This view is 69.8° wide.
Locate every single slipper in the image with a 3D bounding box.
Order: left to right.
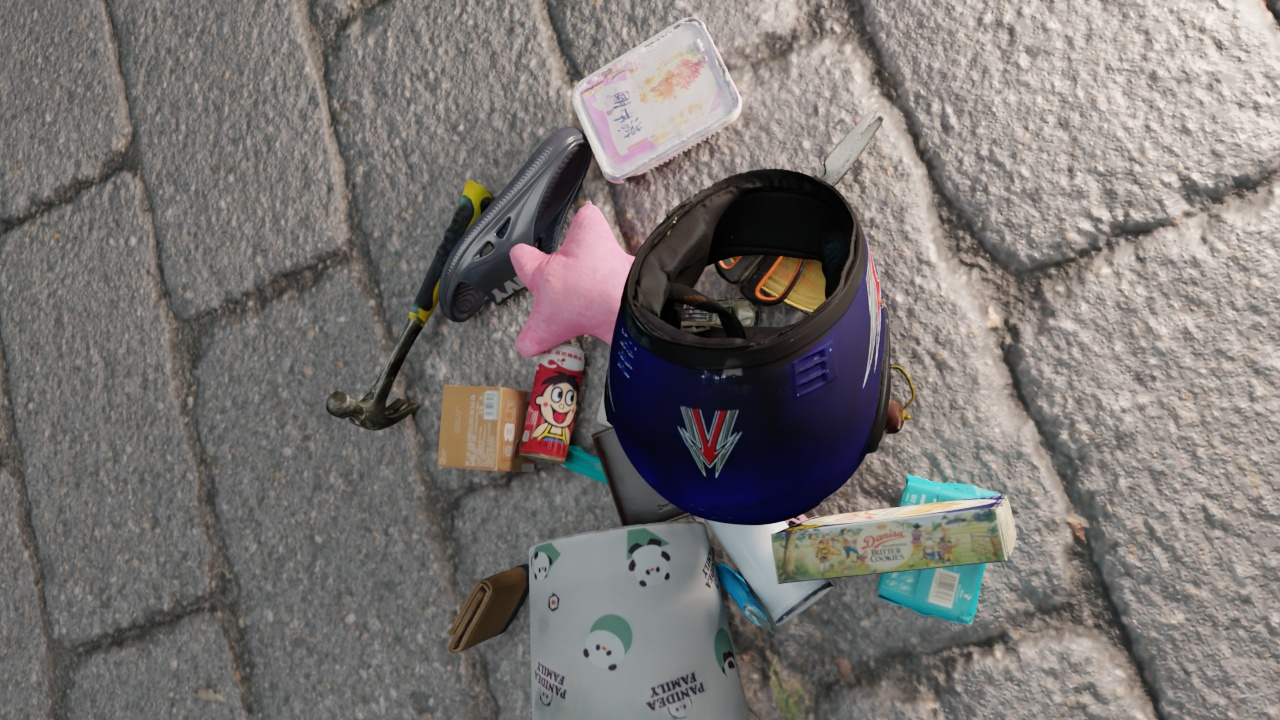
[{"bbox_3d":[-0.131,-0.143,1.058,0.083,0.110,0.268,39,94,17],"label":"slipper"}]

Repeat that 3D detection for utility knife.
[{"bbox_3d":[-0.005,0.135,1.025,0.223,0.013,0.029,18,90,21],"label":"utility knife"},{"bbox_3d":[0.101,0.230,0.881,0.034,0.194,0.018,39,89,-6],"label":"utility knife"}]

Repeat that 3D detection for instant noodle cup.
[{"bbox_3d":[0.023,-0.286,1.041,0.174,0.060,0.138,-27,75,17],"label":"instant noodle cup"}]

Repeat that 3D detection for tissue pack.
[{"bbox_3d":[0.289,0.181,0.889,0.093,0.050,0.133,14,88,24],"label":"tissue pack"}]

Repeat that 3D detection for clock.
[{"bbox_3d":[0.218,0.047,0.928,0.122,0.055,0.082,-28,73,18],"label":"clock"}]

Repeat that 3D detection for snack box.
[{"bbox_3d":[-0.173,0.079,1.051,0.077,0.094,0.092,1,84,21],"label":"snack box"},{"bbox_3d":[0.223,0.152,0.794,0.183,0.177,0.045,-11,81,22],"label":"snack box"}]

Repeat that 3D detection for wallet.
[{"bbox_3d":[-0.165,0.273,1.015,0.033,0.115,0.090,30,95,15],"label":"wallet"},{"bbox_3d":[0.008,0.122,1.004,0.096,0.020,0.122,-22,83,14],"label":"wallet"}]

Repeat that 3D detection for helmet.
[{"bbox_3d":[0.102,0.002,0.830,0.248,0.241,0.314,4,41,19],"label":"helmet"}]

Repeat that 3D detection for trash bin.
[{"bbox_3d":[-0.006,0.298,0.904,0.230,0.229,0.251,-13,73,19],"label":"trash bin"}]

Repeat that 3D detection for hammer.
[{"bbox_3d":[-0.261,-0.065,1.107,0.032,0.126,0.323,21,81,23],"label":"hammer"}]

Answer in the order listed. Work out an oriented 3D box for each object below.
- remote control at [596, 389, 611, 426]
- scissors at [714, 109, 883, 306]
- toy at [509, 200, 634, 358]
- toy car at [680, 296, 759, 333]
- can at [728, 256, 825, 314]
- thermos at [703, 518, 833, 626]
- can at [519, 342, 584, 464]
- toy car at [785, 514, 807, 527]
[{"bbox_3d":[-0.006,0.006,1.037,0.058,0.021,0.150,12,89,21],"label":"remote control"},{"bbox_3d":[0.180,-0.151,0.936,0.235,0.021,0.143,-30,81,11],"label":"scissors"},{"bbox_3d":[-0.047,-0.088,1.009,0.195,0.074,0.178,0,90,5],"label":"toy"},{"bbox_3d":[0.084,-0.048,1.003,0.090,0.035,0.042,2,85,19],"label":"toy car"},{"bbox_3d":[0.162,-0.097,0.971,0.148,0.049,0.074,32,95,21],"label":"can"},{"bbox_3d":[0.097,0.153,0.921,0.073,0.073,0.224,-41,67,11],"label":"thermos"},{"bbox_3d":[-0.099,0.048,1.043,0.053,0.053,0.132,6,79,21],"label":"can"},{"bbox_3d":[0.149,0.177,0.950,0.056,0.037,0.122,-47,72,11],"label":"toy car"}]
